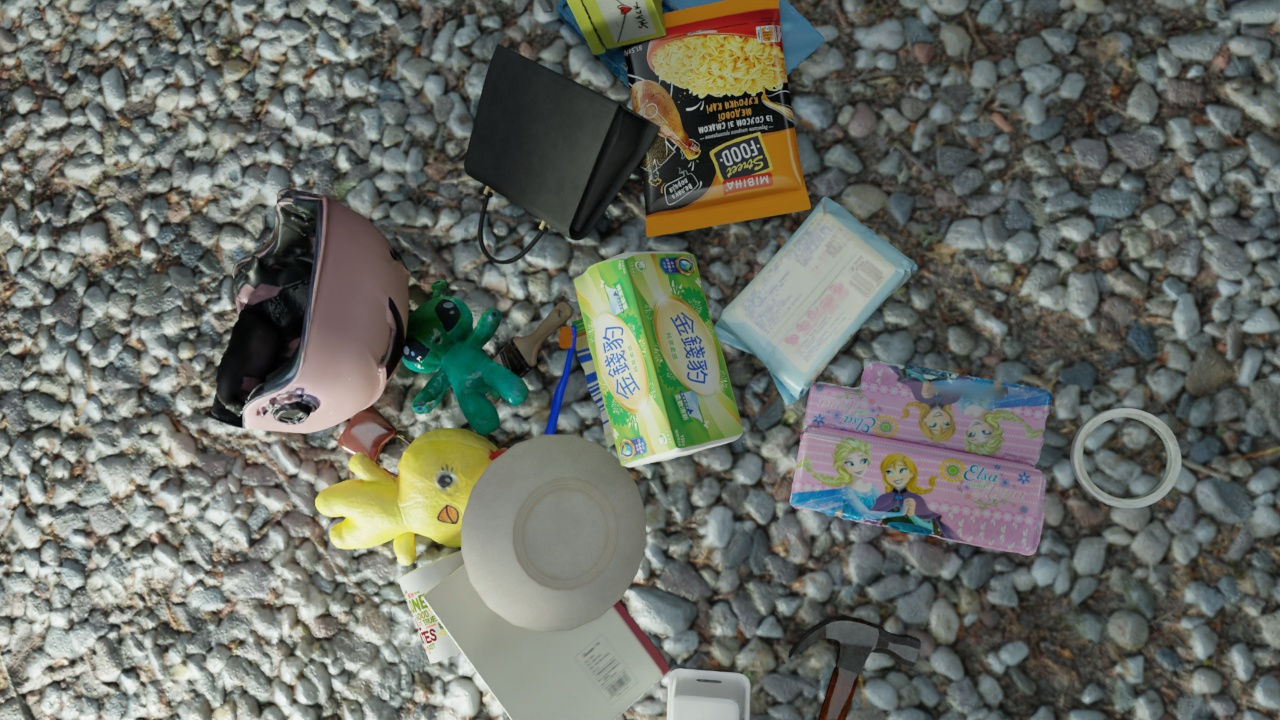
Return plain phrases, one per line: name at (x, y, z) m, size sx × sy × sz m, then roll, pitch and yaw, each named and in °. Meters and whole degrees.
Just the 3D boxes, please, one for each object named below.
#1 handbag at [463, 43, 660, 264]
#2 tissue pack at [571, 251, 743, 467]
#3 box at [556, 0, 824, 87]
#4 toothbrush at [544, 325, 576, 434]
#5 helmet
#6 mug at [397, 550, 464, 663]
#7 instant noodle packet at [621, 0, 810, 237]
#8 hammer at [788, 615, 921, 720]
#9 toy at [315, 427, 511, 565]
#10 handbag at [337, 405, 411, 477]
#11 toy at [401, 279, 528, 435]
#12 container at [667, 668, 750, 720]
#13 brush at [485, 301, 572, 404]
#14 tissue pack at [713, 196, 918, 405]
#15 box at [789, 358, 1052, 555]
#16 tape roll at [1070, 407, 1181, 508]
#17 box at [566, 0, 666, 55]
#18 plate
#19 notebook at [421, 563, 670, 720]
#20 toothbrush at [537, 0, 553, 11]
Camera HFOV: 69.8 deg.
handbag at (-0.106, -0.187, 0.921) m, size 0.176 × 0.072 × 0.196 m, roll 35°, pitch 103°, yaw 31°
tissue pack at (-0.005, 0.005, 0.895) m, size 0.142 × 0.120 × 0.197 m, roll -22°, pitch 74°, yaw 43°
box at (0.049, -0.341, 0.942) m, size 0.174 × 0.033 × 0.231 m, roll -42°, pitch 81°, yaw 3°
toothbrush at (-0.089, 0.051, 0.921) m, size 0.018 × 0.016 × 0.183 m, roll 7°, pitch 106°, yaw -27°
helmet at (-0.308, -0.035, 0.890) m, size 0.256 × 0.152 × 0.229 m, roll -40°, pitch 44°, yaw 40°
mug at (-0.177, 0.239, 0.921) m, size 0.105 × 0.074 × 0.089 m, roll -21°, pitch 82°, yaw -19°
instant noodle packet at (0.070, -0.241, 0.898) m, size 0.160 × 0.032 × 0.220 m, roll -9°, pitch 85°, yaw 9°
hammer at (0.165, 0.390, 0.872) m, size 0.111 × 0.028 × 0.300 m, roll 18°, pitch 89°, yaw 9°
toy at (-0.213, 0.132, 0.909) m, size 0.207 × 0.092 × 0.134 m, roll -19°, pitch 120°, yaw -7°
handbag at (-0.256, 0.100, 0.966) m, size 0.119 × 0.029 × 0.055 m, roll 34°, pitch 90°, yaw 4°
toy at (-0.184, -0.004, 0.925) m, size 0.130 × 0.072 × 0.193 m, roll -46°, pitch 60°, yaw 2°
container at (0.062, 0.368, 0.878) m, size 0.081 × 0.049 × 0.129 m, roll 2°, pitch 86°, yaw 9°
brush at (-0.120, -0.007, 0.931) m, size 0.152 × 0.012 × 0.039 m, roll -42°, pitch 73°, yaw 25°
tissue pack at (0.164, -0.058, 0.885) m, size 0.112 × 0.070 × 0.182 m, roll 42°, pitch 95°, yaw 10°
box at (0.269, 0.085, 0.876) m, size 0.230 × 0.035 × 0.159 m, roll 10°, pitch 86°, yaw 9°
tape roll at (0.451, 0.091, 0.854) m, size 0.093 × 0.013 × 0.093 m, roll -1°, pitch 85°, yaw 10°
box at (-0.033, -0.427, 0.883) m, size 0.081 × 0.124 × 0.220 m, roll -10°, pitch 73°, yaw 13°
plate at (-0.075, 0.165, 0.879) m, size 0.188 × 0.027 × 0.188 m, roll 3°, pitch 84°, yaw -24°
notebook at (-0.089, 0.266, 0.891) m, size 0.152 × 0.012 × 0.208 m, roll -36°, pitch 86°, yaw -22°
toothbrush at (-0.117, -0.392, 0.897) m, size 0.010 × 0.181 × 0.010 m, roll 0°, pitch 80°, yaw 12°
